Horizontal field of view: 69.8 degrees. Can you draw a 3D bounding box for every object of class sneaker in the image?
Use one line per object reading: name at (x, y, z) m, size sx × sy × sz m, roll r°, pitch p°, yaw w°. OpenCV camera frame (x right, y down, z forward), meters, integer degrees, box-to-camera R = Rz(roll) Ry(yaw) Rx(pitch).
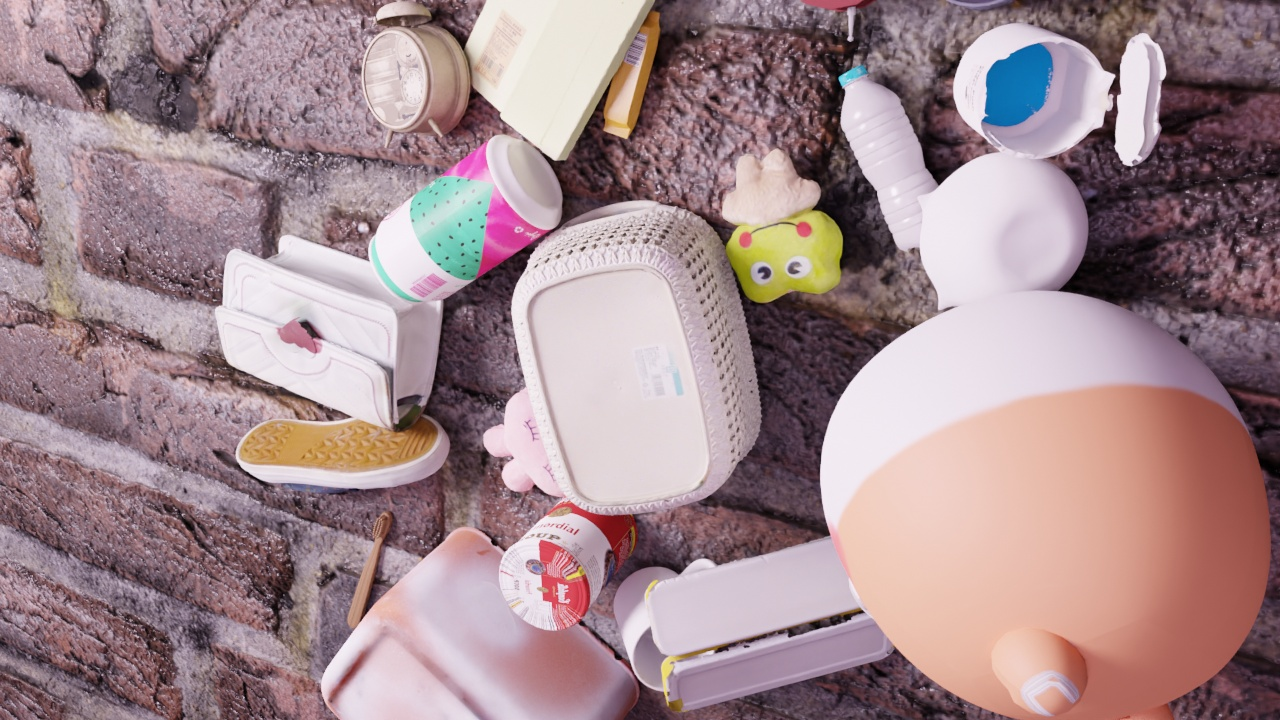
sneaker at (-0.296, 0.106, 0.934) m, size 0.236 × 0.087 × 0.079 m, roll -3°, pitch 138°, yaw 19°

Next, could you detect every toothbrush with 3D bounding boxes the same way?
toothbrush at (-0.299, 0.232, 1.007) m, size 0.016 × 0.016 × 0.167 m, roll 29°, pitch 116°, yaw 13°

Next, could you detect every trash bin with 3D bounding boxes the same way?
trash bin at (-0.159, 0.326, 0.902) m, size 0.260 × 0.157 × 0.182 m, roll 42°, pitch 117°, yaw 4°

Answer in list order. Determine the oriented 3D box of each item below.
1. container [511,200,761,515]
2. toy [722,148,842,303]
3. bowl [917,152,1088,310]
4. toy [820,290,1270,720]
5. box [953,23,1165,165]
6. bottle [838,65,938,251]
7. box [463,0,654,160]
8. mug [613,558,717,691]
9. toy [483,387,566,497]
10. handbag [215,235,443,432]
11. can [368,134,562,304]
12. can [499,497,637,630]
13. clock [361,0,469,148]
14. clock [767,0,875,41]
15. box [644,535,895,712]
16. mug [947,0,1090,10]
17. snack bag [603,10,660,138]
container at (-0.004, 0.004, 0.740) m, size 0.185 × 0.143 × 0.252 m, roll -11°, pitch 103°, yaw 11°
toy at (0.107, -0.105, 0.714) m, size 0.092 × 0.043 × 0.118 m, roll -8°, pitch 102°, yaw 26°
bowl at (0.257, -0.084, 0.631) m, size 0.114 × 0.050 × 0.115 m, roll -1°, pitch 108°, yaw -4°
toy at (0.250, 0.102, 0.589) m, size 0.262 × 0.280 × 0.266 m, roll 32°, pitch 128°, yaw -31°
box at (0.253, -0.167, 0.569) m, size 0.094 × 0.165 × 0.084 m, roll 7°, pitch 115°, yaw 8°
bottle at (0.182, -0.148, 0.668) m, size 0.044 × 0.044 × 0.136 m, roll -24°, pitch 97°, yaw 27°
box at (-0.068, -0.274, 0.729) m, size 0.138 × 0.029 × 0.188 m, roll 43°, pitch 119°, yaw 13°
mug at (0.033, 0.226, 0.822) m, size 0.110 × 0.090 × 0.074 m, roll -45°, pitch 108°, yaw 2°
toy at (-0.101, 0.083, 0.860) m, size 0.105 × 0.053 × 0.108 m, roll -25°, pitch 98°, yaw 42°
handbag at (-0.300, -0.024, 0.878) m, size 0.199 × 0.096 × 0.142 m, roll 18°, pitch 113°, yaw 15°
can at (-0.151, -0.118, 0.790) m, size 0.166 × 0.088 × 0.088 m, roll -28°, pitch 95°, yaw 27°
can at (-0.063, 0.177, 0.835) m, size 0.087 × 0.116 × 0.087 m, roll 7°, pitch 109°, yaw 20°
clock at (-0.198, -0.256, 0.776) m, size 0.093 × 0.054 × 0.141 m, roll 1°, pitch 103°, yaw 35°
clock at (0.145, -0.301, 0.630) m, size 0.096 × 0.048 × 0.138 m, roll 30°, pitch 116°, yaw 11°
box at (0.113, 0.221, 0.770) m, size 0.209 × 0.045 × 0.128 m, roll -12°, pitch 103°, yaw -7°
mug at (0.237, -0.257, 0.576) m, size 0.124 × 0.103 × 0.084 m, roll 26°, pitch 114°, yaw 12°
snack bag at (-0.007, -0.229, 0.732) m, size 0.026 × 0.020 × 0.099 m, roll 25°, pitch 115°, yaw 20°
